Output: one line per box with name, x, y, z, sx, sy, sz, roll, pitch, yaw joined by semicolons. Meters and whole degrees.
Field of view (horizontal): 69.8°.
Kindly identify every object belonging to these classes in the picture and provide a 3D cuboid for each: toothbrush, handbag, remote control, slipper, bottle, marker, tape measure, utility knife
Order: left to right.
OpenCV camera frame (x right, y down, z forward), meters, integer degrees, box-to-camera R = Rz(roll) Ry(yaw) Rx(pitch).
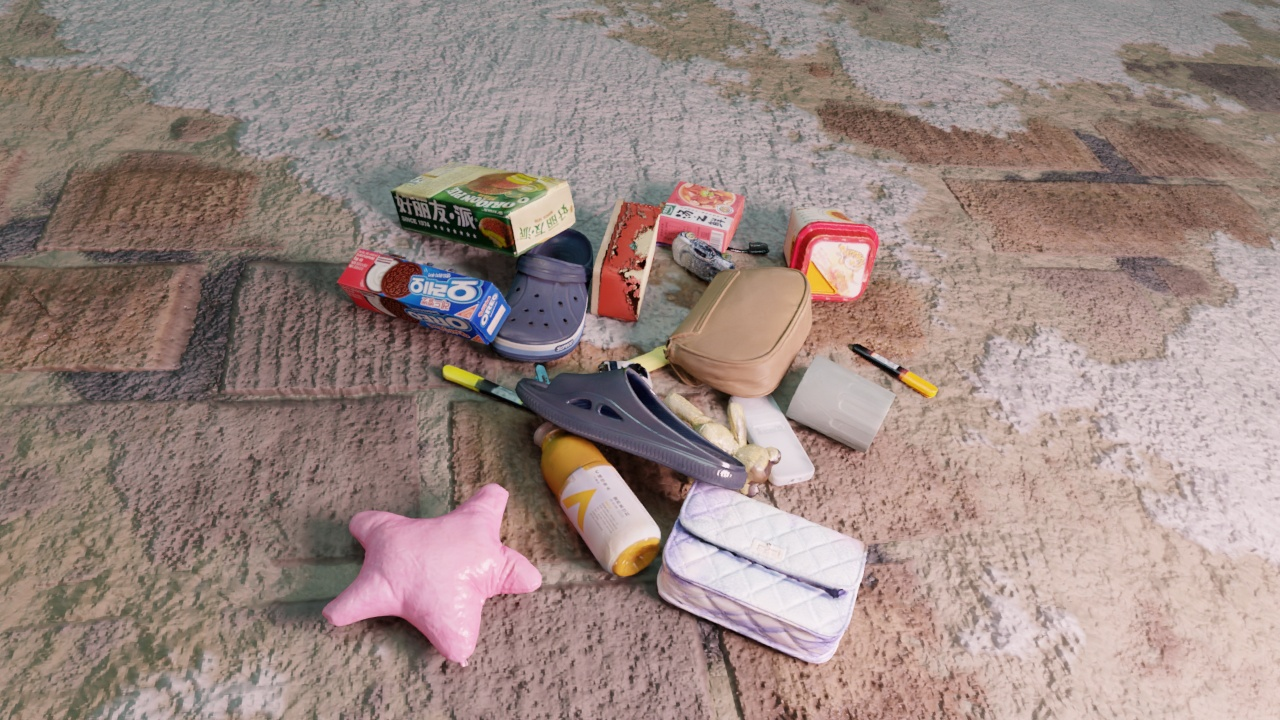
marker;-0.173;0.034;1.065;0.124;0.015;0.018;21;45;6
slipper;-0.111;-0.097;1.155;0.105;0.095;0.252;12;41;5
bottle;-0.051;0.135;0.946;0.067;0.068;0.189;-18;48;-27
tape measure;-0.019;0.033;1.059;0.066;0.066;0.033;1;43;-9
utility knife;-0.007;0.007;1.125;0.151;0.018;0.031;-18;47;-30
slipper;-0.002;0.055;0.978;0.268;0.083;0.110;22;3;18
toothbrush;0.095;-0.167;1.325;0.189;0.017;0.014;3;35;-7
handbag;0.129;-0.035;1.138;0.148;0.100;0.203;13;42;25
handbag;0.122;0.203;0.908;0.194;0.076;0.133;20;42;8
remote control;0.151;0.088;1.070;0.055;0.020;0.136;-9;47;-20
marker;0.328;0.012;1.191;0.124;0.015;0.018;34;47;25

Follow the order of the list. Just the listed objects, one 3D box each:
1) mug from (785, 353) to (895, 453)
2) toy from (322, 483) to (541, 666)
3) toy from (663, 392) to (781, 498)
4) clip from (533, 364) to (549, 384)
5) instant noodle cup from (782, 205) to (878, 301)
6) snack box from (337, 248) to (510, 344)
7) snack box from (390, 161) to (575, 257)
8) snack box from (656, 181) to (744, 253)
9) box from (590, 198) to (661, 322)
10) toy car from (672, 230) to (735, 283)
mug;0.243;0.047;1.099;0.103;0.084;0.123;28;21;15
toy;-0.194;0.202;0.847;0.194;0.075;0.178;-11;51;-18
toy;0.079;0.092;1.030;0.157;0.066;0.105;31;80;25
clip;-0.112;0.034;1.072;0.013;0.038;0.055;-10;57;-20
instant noodle cup;0.257;-0.156;1.285;0.116;0.117;0.124;3;32;-9
snack box;-0.258;-0.078;1.088;0.208;0.057;0.058;16;65;24
snack box;-0.210;-0.204;1.209;0.240;0.063;0.114;17;40;37
snack box;0.076;-0.210;1.331;0.127;0.044;0.113;14;41;11
box;-0.010;-0.134;1.213;0.079;0.091;0.167;10;44;3
toy car;0.084;-0.138;1.269;0.105;0.049;0.031;34;46;24
